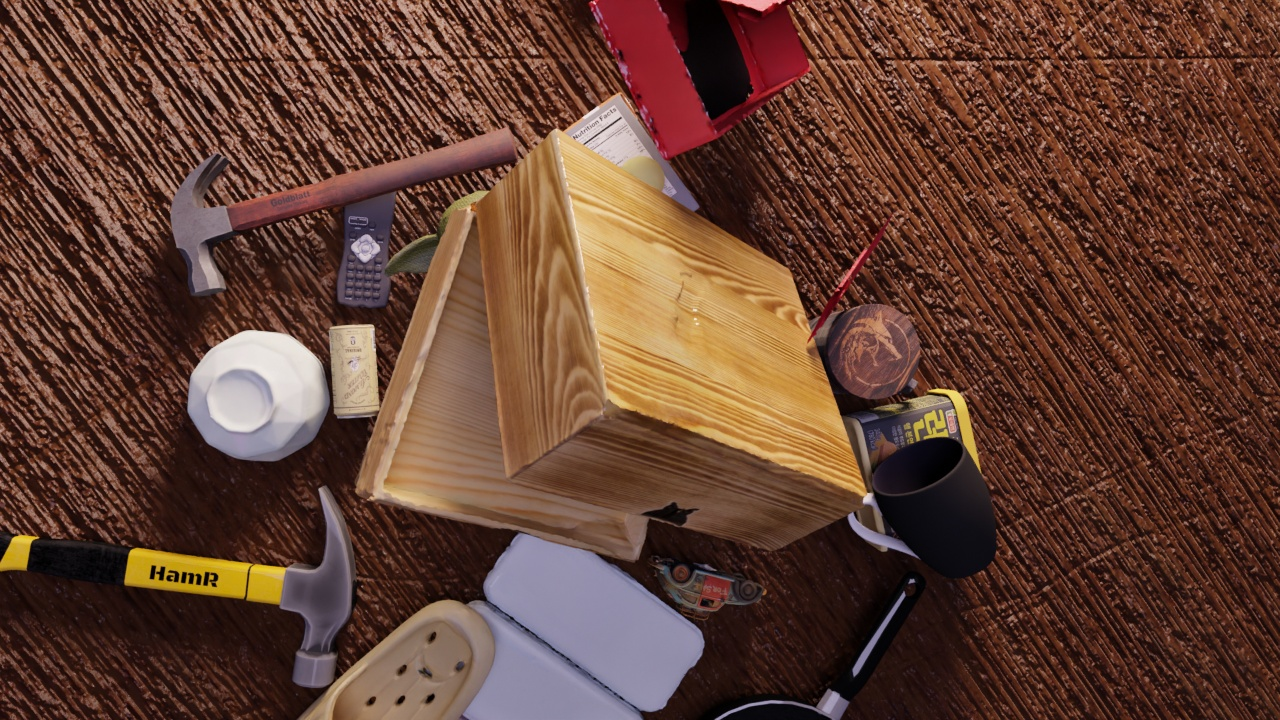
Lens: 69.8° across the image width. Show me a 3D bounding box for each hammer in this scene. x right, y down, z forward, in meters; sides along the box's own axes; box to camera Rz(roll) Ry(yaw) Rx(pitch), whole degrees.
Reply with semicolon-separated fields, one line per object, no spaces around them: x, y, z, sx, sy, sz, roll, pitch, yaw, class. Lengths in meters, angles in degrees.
-0.408;0.178;0.793;0.324;0.034;0.170;8;88;-5;hammer
-0.254;-0.150;0.797;0.300;0.028;0.111;-16;89;-3;hammer

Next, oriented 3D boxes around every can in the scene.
-0.250;0.009;0.803;0.038;0.038;0.079;-3;91;-7;can
0.249;0.102;0.846;0.101;0.072;0.131;-13;92;-4;can

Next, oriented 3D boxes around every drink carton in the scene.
-0.011;-0.167;0.824;0.076;0.048;0.125;-37;94;-5;drink carton

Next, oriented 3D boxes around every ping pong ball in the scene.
0.001;-0.153;0.779;0.040;0.040;0.040;0;90;-7;ping pong ball

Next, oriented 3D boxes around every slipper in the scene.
-0.232;0.311;0.774;0.111;0.079;0.261;43;92;13;slipper

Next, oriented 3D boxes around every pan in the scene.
0.158;0.346;0.851;0.204;0.044;0.355;33;87;-6;pan

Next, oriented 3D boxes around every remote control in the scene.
-0.244;-0.109;0.817;0.046;0.009;0.124;4;90;-7;remote control

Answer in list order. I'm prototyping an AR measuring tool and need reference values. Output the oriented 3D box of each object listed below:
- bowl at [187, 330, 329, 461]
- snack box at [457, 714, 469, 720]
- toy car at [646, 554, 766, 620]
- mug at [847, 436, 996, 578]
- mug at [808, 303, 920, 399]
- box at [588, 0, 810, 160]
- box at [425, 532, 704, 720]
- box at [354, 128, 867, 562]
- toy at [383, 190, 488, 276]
-0.332;0.032;0.783;0.117;0.061;0.117;0;91;-6;bowl
-0.151;0.381;0.798;0.095;0.079;0.093;39;86;-8;snack box
0.056;0.210;0.836;0.112;0.047;0.047;15;86;-7;toy car
0.240;0.134;0.779;0.119;0.084;0.100;-23;106;28;mug
0.204;0.002;0.821;0.116;0.107;0.080;31;87;-6;mug
0.045;-0.400;0.663;0.138;0.213;0.468;7;122;30;box
-0.068;0.270;0.831;0.209;0.037;0.190;39;89;-5;box
-0.035;0.016;0.718;0.279;0.265;0.269;21;47;-40;box
-0.117;-0.075;0.798;0.179;0.078;0.153;-30;93;-3;toy
